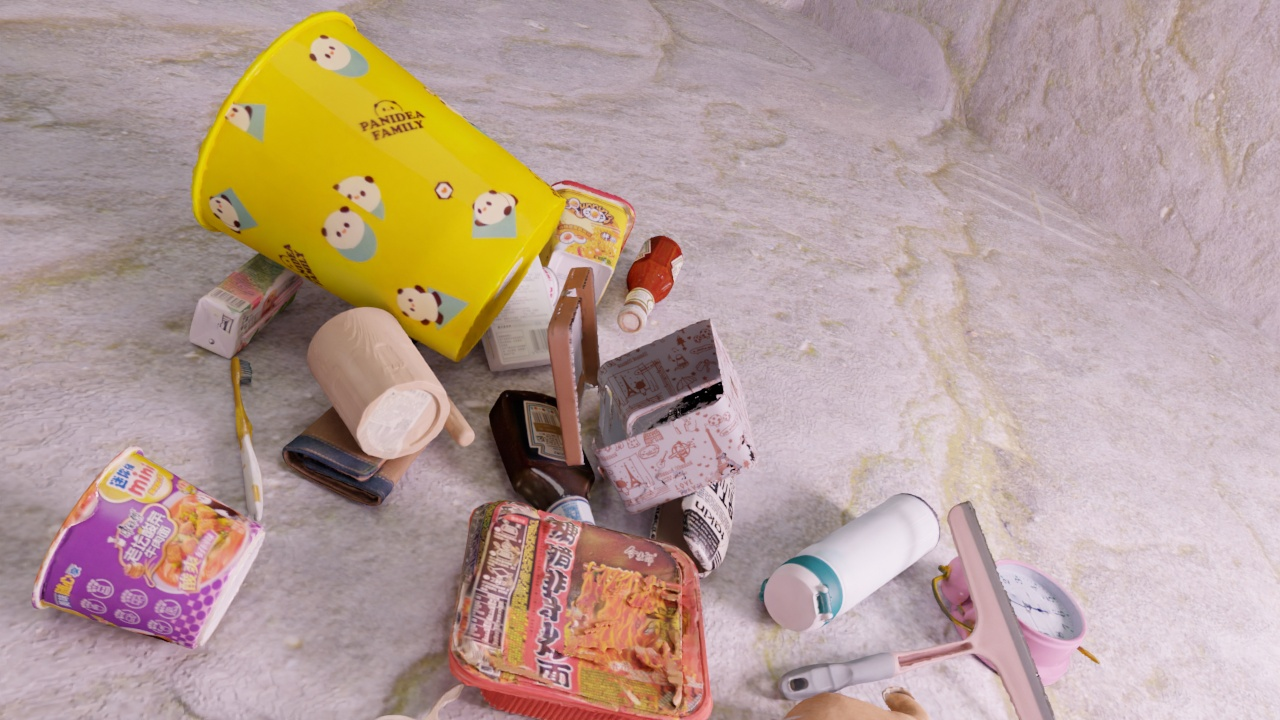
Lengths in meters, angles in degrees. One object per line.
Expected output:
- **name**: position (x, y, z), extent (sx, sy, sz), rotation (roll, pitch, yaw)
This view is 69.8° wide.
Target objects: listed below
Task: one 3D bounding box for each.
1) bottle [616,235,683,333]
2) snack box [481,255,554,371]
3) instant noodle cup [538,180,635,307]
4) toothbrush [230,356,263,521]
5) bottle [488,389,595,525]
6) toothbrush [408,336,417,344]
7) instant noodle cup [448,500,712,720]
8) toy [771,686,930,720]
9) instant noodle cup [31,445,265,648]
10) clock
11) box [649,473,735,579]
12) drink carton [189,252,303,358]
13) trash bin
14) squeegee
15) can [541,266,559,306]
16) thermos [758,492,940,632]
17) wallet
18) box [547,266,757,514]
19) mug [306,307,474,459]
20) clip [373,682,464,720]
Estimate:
- **bottle**: position (0.010, -0.095, 1.149), extent (0.060, 0.060, 0.205), rotation (24, 32, -1)
- **snack box**: position (-0.137, -0.069, 0.969), extent (0.084, 0.027, 0.156), rotation (-9, 77, -41)
- **instant noodle cup**: position (-0.074, -0.136, 1.114), extent (0.116, 0.116, 0.123), rotation (17, 45, -13)
- **toothbrush**: position (-0.317, 0.059, 0.745), extent (0.018, 0.016, 0.191), rotation (11, 33, -36)
- **bottle**: position (-0.076, 0.106, 0.809), extent (0.079, 0.044, 0.194), rotation (12, 34, -37)
- **toothbrush**: position (-0.257, -0.088, 0.992), extent (0.026, 0.027, 0.212), rotation (58, 7, -40)
- **instant noodle cup**: position (-0.046, 0.193, 0.669), extent (0.188, 0.079, 0.164), rotation (16, 33, -11)
- **toy**: position (0.154, 0.295, 0.643), extent (0.143, 0.083, 0.225), rotation (39, 38, -1)
- **instant noodle cup**: position (-0.303, 0.125, 0.580), extent (0.099, 0.112, 0.111), rotation (29, 31, -10)
- **clock**: position (0.349, 0.243, 0.879), extent (0.158, 0.060, 0.117), rotation (14, 33, -13)
- **box**: position (0.047, 0.140, 0.851), extent (0.075, 0.081, 0.163), rotation (50, 24, -20)
- **drink carton**: position (-0.359, -0.056, 0.850), extent (0.045, 0.054, 0.122), rotation (27, 31, -4)
- **trash bin**: position (-0.223, -0.143, 0.836), extent (0.255, 0.230, 0.229), rotation (34, 32, -4)
- **squeegee**: position (0.220, 0.256, 0.782), extent (0.249, 0.040, 0.247), rotation (-4, 65, -23)
- **can**: position (-0.156, -0.076, 1.014), extent (0.132, 0.053, 0.053), rotation (-8, 44, -41)
- **thermos**: position (0.197, 0.187, 0.855), extent (0.223, 0.073, 0.073), rotation (-15, 49, -45)
- **wallet**: position (-0.232, 0.068, 0.775), extent (0.090, 0.033, 0.115), rotation (25, 28, 3)
- **box**: position (-0.007, 0.004, 0.839), extent (0.156, 0.192, 0.182), rotation (-22, 24, 10)
- **mug**: position (-0.204, 0.025, 0.768), extent (0.103, 0.084, 0.124), rotation (46, 10, 37)
- **clip**: position (-0.142, 0.244, 0.579), extent (0.097, 0.034, 0.061), rotation (3, 36, -45)
